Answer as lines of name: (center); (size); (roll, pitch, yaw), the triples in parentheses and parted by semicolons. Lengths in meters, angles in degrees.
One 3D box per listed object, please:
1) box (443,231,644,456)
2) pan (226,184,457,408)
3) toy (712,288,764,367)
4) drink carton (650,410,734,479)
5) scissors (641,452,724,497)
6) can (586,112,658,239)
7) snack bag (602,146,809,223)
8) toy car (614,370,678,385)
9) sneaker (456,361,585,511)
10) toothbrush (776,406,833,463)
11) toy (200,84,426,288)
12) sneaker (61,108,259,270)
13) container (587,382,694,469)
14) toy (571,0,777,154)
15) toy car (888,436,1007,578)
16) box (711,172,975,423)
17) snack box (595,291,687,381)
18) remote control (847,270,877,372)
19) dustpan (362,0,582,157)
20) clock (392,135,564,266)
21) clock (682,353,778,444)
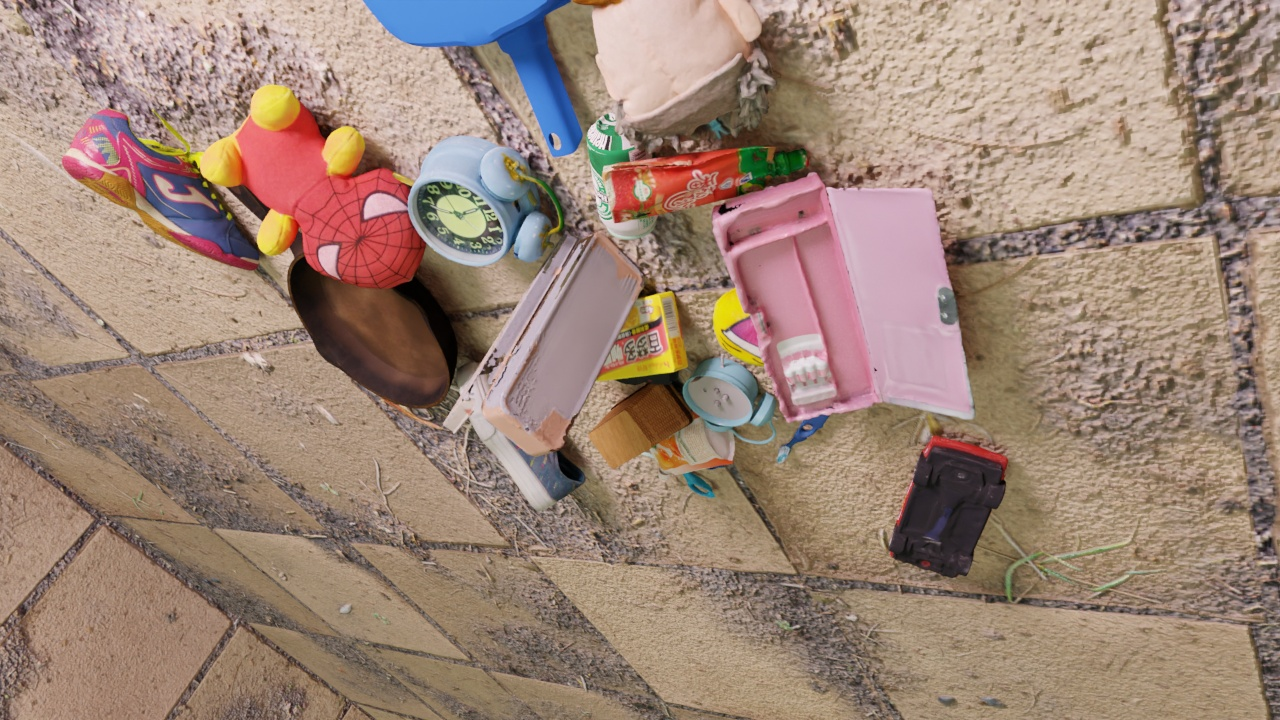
box: (-0.077, -0.016, 0.820); (0.107, 0.215, 0.095); (27, 146, -2)
pan: (-0.340, -0.091, 1.041); (0.249, 0.043, 0.356); (-16, 119, 46)
toy: (0.111, -0.031, 0.829); (0.095, 0.041, 0.094); (26, 140, -4)
drink carton: (0.049, 0.095, 1.028); (0.122, 0.038, 0.069); (-21, 96, 50)
scissors: (0.045, 0.114, 1.080); (0.132, 0.015, 0.110); (36, 146, -1)
can: (-0.013, -0.151, 0.749); (0.053, 0.053, 0.101); (14, 142, 19)
snack bag: (0.050, -0.140, 0.696); (0.155, 0.044, 0.087); (-10, 167, 2)
toy car: (-0.006, 0.006, 0.954); (0.092, 0.036, 0.042); (15, 143, 17)
sneaker: (-0.143, 0.086, 1.128); (0.079, 0.087, 0.235); (-24, 124, 7)
toothbrush: (0.168, 0.073, 0.941); (0.021, 0.016, 0.133); (25, 145, -1)
toy: (-0.301, -0.157, 0.889); (0.148, 0.098, 0.216); (-38, 114, 20)
sneaker: (-0.508, -0.185, 1.022); (0.116, 0.091, 0.242); (13, 162, 29)
container: (-0.004, 0.072, 0.998); (0.063, 0.061, 0.114); (53, 142, -1)
toy: (0.015, -0.219, 0.628); (0.133, 0.076, 0.176); (-21, 130, 27)
toy car: (0.304, 0.150, 0.915); (0.081, 0.056, 0.190); (16, 136, 14)
box: (0.170, -0.044, 0.745); (0.180, 0.059, 0.233); (-2, 132, 26)
snack box: (-0.025, -0.020, 0.913); (0.153, 0.025, 0.075); (-8, 96, 39)
remote control: (0.189, -0.034, 0.799); (0.039, 0.010, 0.125); (-1, 136, 34)
dustpan: (-0.112, -0.262, 0.673); (0.246, 0.059, 0.258); (0, 126, 33)
clock: (-0.140, -0.143, 0.838); (0.162, 0.059, 0.118); (0, 134, 28)
clock: (0.093, 0.046, 0.936); (0.088, 0.041, 0.123); (-14, 126, 43)
